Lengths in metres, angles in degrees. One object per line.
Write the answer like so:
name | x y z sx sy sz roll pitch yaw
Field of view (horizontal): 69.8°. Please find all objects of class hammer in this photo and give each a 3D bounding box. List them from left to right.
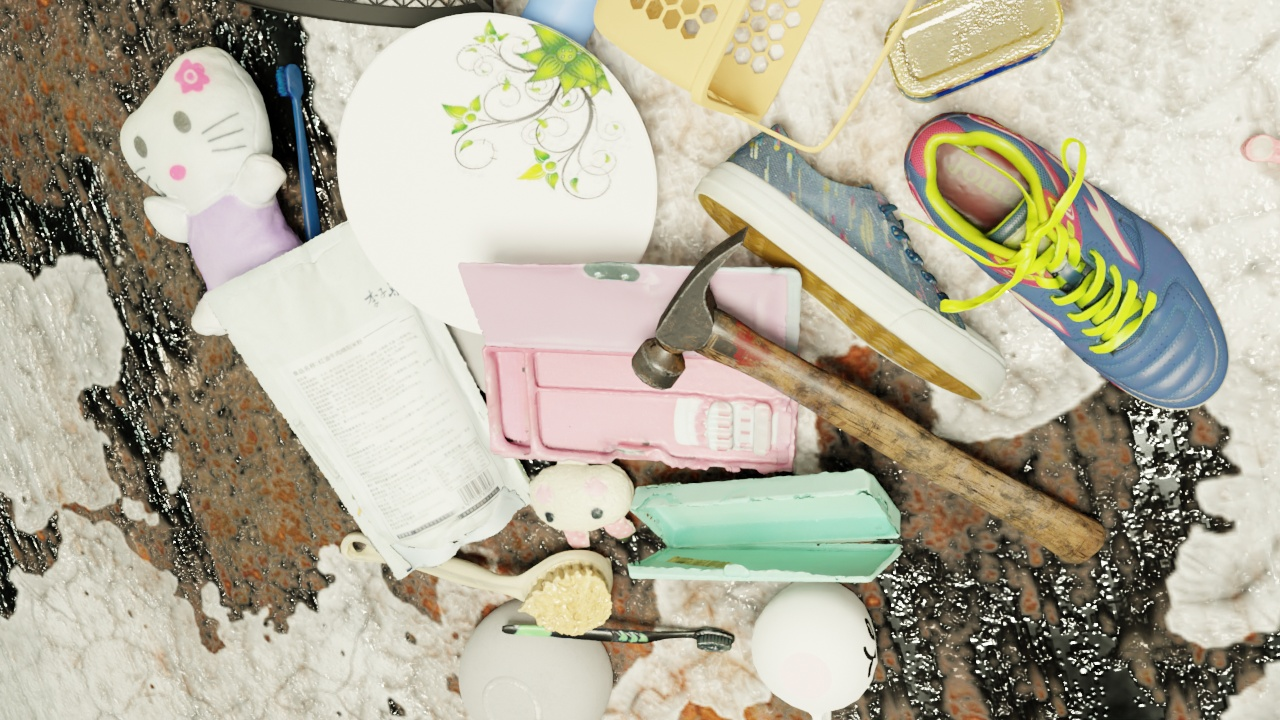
hammer | 0.164 0.039 0.591 0.330 0.033 0.120 29 125 -7

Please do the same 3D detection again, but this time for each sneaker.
sneaker | 0.148 -0.067 0.595 0.235 0.087 0.079 38 88 4
sneaker | 0.252 -0.053 0.551 0.242 0.091 0.116 42 111 4

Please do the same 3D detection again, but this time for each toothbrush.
toothbrush | -0.279 -0.145 0.759 0.017 0.016 0.190 4 105 26
toothbrush | -0.019 0.221 0.735 0.188 0.017 0.014 2 111 3

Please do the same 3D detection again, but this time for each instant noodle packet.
instant noodle packet | -0.200 0.032 0.719 0.146 0.057 0.269 -29 105 -8

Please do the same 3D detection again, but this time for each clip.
clip | 0.376 -0.116 0.523 0.058 0.035 0.022 17 112 19

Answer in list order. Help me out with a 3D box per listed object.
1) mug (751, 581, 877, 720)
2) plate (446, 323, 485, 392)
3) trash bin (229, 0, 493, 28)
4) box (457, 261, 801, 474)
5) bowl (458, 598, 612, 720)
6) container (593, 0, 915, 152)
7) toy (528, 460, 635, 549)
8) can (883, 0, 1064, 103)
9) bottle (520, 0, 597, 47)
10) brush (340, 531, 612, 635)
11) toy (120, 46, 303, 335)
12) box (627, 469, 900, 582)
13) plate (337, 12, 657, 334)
mug | 0.129 0.227 0.676 0.090 0.076 0.124 -3 102 20
plate | -0.071 -0.038 0.710 0.173 0.019 0.173 5 105 18
trash bin | -0.194 -0.359 0.577 0.217 0.216 0.243 8 100 17
box | -0.002 -0.001 0.654 0.233 0.055 0.180 4 124 10
bowl | -0.095 0.275 0.775 0.132 0.064 0.132 5 105 18
container | 0.085 -0.235 0.541 0.167 0.129 0.184 32 110 21
toy | -0.046 0.103 0.725 0.087 0.050 0.112 -5 110 21
can | 0.198 -0.194 0.552 0.100 0.058 0.054 -19 97 23
bottle | -0.074 -0.213 0.650 0.048 0.048 0.131 39 113 7
brush | -0.145 0.177 0.772 0.273 0.077 0.062 4 96 24
toy | -0.331 -0.135 0.737 0.138 0.085 0.209 -21 91 24
box | 0.082 0.134 0.642 0.189 0.079 0.077 -8 142 32
plate | -0.101 -0.127 0.656 0.229 0.030 0.230 3 115 7
